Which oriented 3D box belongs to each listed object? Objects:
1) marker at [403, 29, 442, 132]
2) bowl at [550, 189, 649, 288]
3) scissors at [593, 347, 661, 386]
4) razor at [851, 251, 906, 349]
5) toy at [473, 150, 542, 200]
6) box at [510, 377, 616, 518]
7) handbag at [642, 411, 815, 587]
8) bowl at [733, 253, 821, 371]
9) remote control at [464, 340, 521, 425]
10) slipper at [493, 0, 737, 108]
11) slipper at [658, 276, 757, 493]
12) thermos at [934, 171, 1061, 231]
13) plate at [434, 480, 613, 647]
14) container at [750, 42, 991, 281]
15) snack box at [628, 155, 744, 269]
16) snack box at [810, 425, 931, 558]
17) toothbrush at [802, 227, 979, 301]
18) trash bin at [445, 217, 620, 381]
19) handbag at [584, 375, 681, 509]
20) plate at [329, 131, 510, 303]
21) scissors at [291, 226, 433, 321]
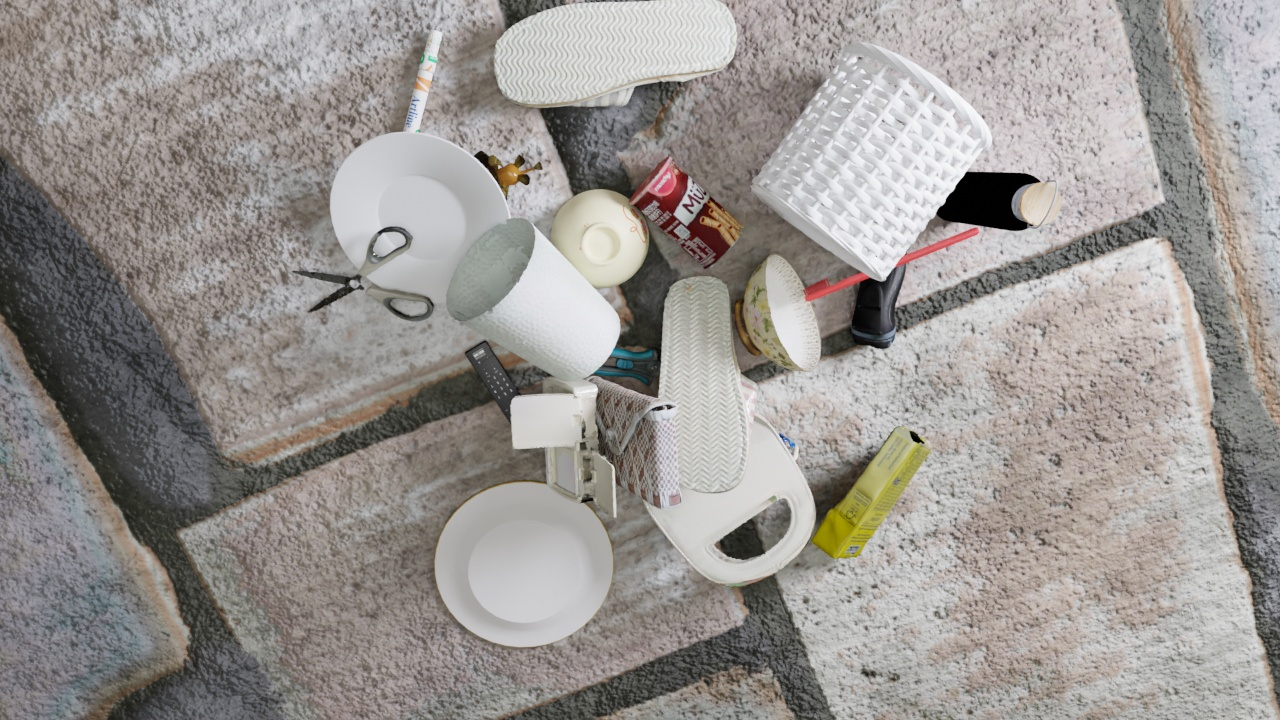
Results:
[{"bbox_3d":[-0.250,-0.301,1.041,0.017,0.017,0.145,16,101,-8],"label":"marker"},{"bbox_3d":[-0.046,-0.138,1.064,0.118,0.074,0.118,-1,102,-4],"label":"bowl"},{"bbox_3d":[-0.009,0.011,1.129,0.139,0.019,0.136,-42,105,4],"label":"scissors"},{"bbox_3d":[0.296,-0.084,1.118,0.053,0.063,0.140,14,93,35],"label":"razor"},{"bbox_3d":[-0.160,-0.206,1.044,0.100,0.062,0.076,-16,85,17],"label":"toy"},{"bbox_3d":[-0.090,0.101,1.045,0.098,0.184,0.143,-7,99,-30],"label":"box"},{"bbox_3d":[0.115,0.169,1.126,0.201,0.093,0.199,-32,85,3],"label":"handbag"},{"bbox_3d":[0.154,-0.048,1.083,0.063,0.144,0.145,-19,105,30],"label":"bowl"},{"bbox_3d":[-0.166,0.042,1.127,0.030,0.009,0.140,-30,103,3],"label":"remote control"},{"bbox_3d":[-0.028,-0.346,1.030,0.273,0.054,0.114,-10,99,2],"label":"slipper"},{"bbox_3d":[0.078,0.028,1.078,0.115,0.052,0.262,-7,71,10],"label":"slipper"},{"bbox_3d":[0.393,-0.176,1.008,0.061,0.231,0.061,-1,102,-5],"label":"thermos"},{"bbox_3d":[-0.148,0.265,1.172,0.230,0.021,0.230,-1,103,-4],"label":"plate"},{"bbox_3d":[0.249,-0.215,1.012,0.189,0.189,0.187,34,99,-11],"label":"container"},{"bbox_3d":[0.054,-0.171,1.066,0.121,0.072,0.072,40,96,-12],"label":"snack box"},{"bbox_3d":[0.289,0.163,1.138,0.045,0.121,0.181,37,98,27],"label":"snack box"},{"bbox_3d":[0.293,-0.117,1.085,0.213,0.012,0.018,-22,73,11],"label":"toothbrush"},{"bbox_3d":[-0.113,-0.059,1.030,0.133,0.133,0.161,-46,129,6],"label":"trash bin"},{"bbox_3d":[-0.018,0.091,1.065,0.047,0.186,0.124,-13,105,-28],"label":"handbag"},{"bbox_3d":[-0.248,-0.160,1.046,0.208,0.015,0.209,3,122,4],"label":"plate"},{"bbox_3d":[-0.315,-0.093,1.072,0.157,0.012,0.171,34,115,-18],"label":"scissors"}]
